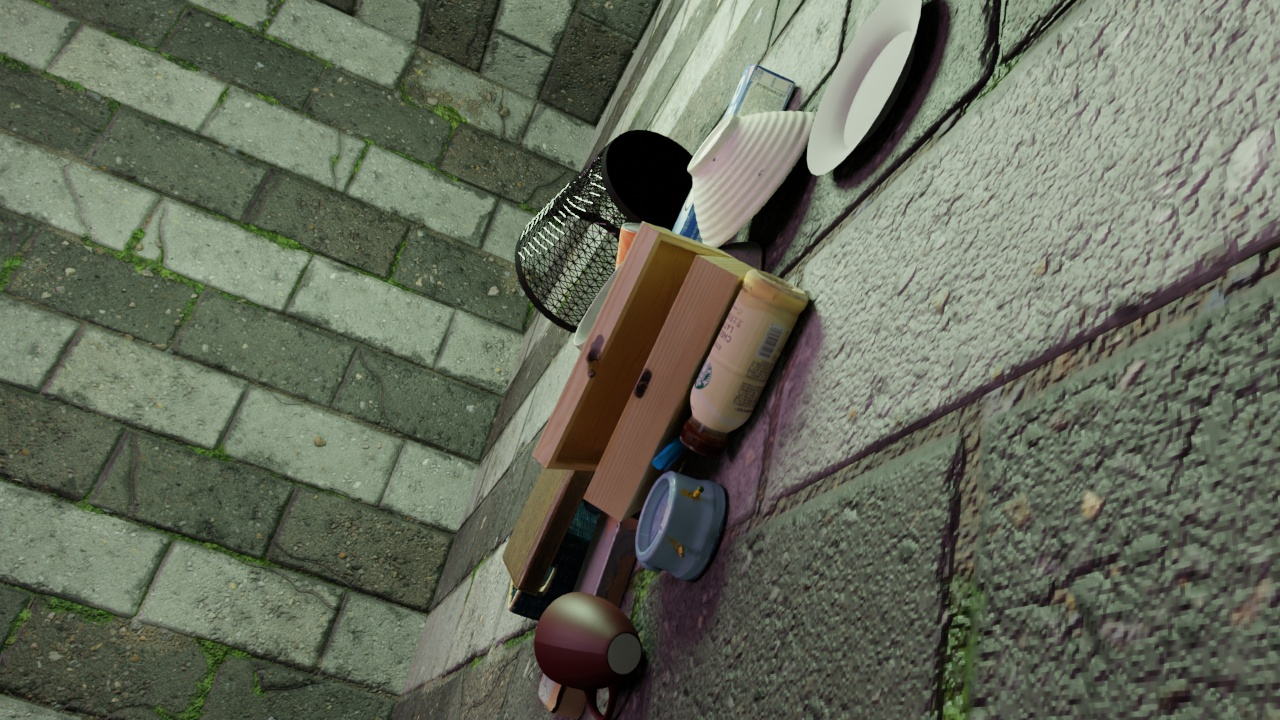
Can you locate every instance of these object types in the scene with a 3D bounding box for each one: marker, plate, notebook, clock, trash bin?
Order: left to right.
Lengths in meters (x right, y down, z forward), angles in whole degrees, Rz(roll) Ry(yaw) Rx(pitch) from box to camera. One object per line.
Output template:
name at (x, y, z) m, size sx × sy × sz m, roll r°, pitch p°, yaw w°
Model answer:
notebook at (-0.088, 0.147, 1.022) m, size 0.215 × 0.034 × 0.190 m, roll -65°, pitch 12°, yaw -4°
trash bin at (-0.031, -0.183, 1.293) m, size 0.244 × 0.217 × 0.216 m, roll -42°, pitch 28°, yaw 51°
clock at (0.029, 0.143, 0.803) m, size 0.125 × 0.051 × 0.088 m, roll 152°, pitch 137°, yaw -71°
marker at (0.044, 0.069, 0.839) m, size 0.018 × 0.015 × 0.122 m, roll -47°, pitch -5°, yaw 35°
plate at (0.199, -0.239, 0.798) m, size 0.173 × 0.019 × 0.173 m, roll -159°, pitch 91°, yaw -78°

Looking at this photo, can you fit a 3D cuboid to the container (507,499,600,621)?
container at (-0.109, 0.230, 1.202) m, size 0.187 × 0.071 × 0.145 m, roll -95°, pitch 29°, yaw -64°

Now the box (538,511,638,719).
box at (-0.058, 0.271, 1.014) m, size 0.154 × 0.058 × 0.216 m, roll 167°, pitch 123°, yaw -74°

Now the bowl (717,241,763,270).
bowl at (0.070, -0.064, 0.968) m, size 0.151 × 0.056 × 0.150 m, roll -159°, pitch 91°, yaw -78°

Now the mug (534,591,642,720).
mug at (-0.037, 0.274, 0.837) m, size 0.089 × 0.087 × 0.114 m, roll -10°, pitch 86°, yaw 56°

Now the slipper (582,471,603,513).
slipper at (-0.023, 0.101, 1.069) m, size 0.104 × 0.059 × 0.213 m, roll -56°, pitch 11°, yaw 32°

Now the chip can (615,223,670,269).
chip can at (-0.007, -0.063, 1.156) m, size 0.062 × 0.062 × 0.210 m, roll -105°, pitch 22°, yaw -70°

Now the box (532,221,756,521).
box at (0.011, 0.006, 0.873) m, size 0.249 × 0.123 × 0.140 m, roll -64°, pitch -14°, yaw 15°

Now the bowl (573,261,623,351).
bowl at (-0.006, -0.050, 0.953) m, size 0.132 × 0.064 × 0.131 m, roll -51°, pitch 14°, yaw 18°

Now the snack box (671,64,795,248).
snack box at (0.108, -0.236, 1.098) m, size 0.059 × 0.059 × 0.227 m, roll -94°, pitch 28°, yaw -71°

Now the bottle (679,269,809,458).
bottle at (0.084, 0.005, 0.786) m, size 0.056 × 0.056 × 0.162 m, roll -106°, pitch 39°, yaw -71°

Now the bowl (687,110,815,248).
bowl at (0.099, -0.206, 0.958) m, size 0.177 × 0.071 × 0.177 m, roll -50°, pitch 13°, yaw 16°
